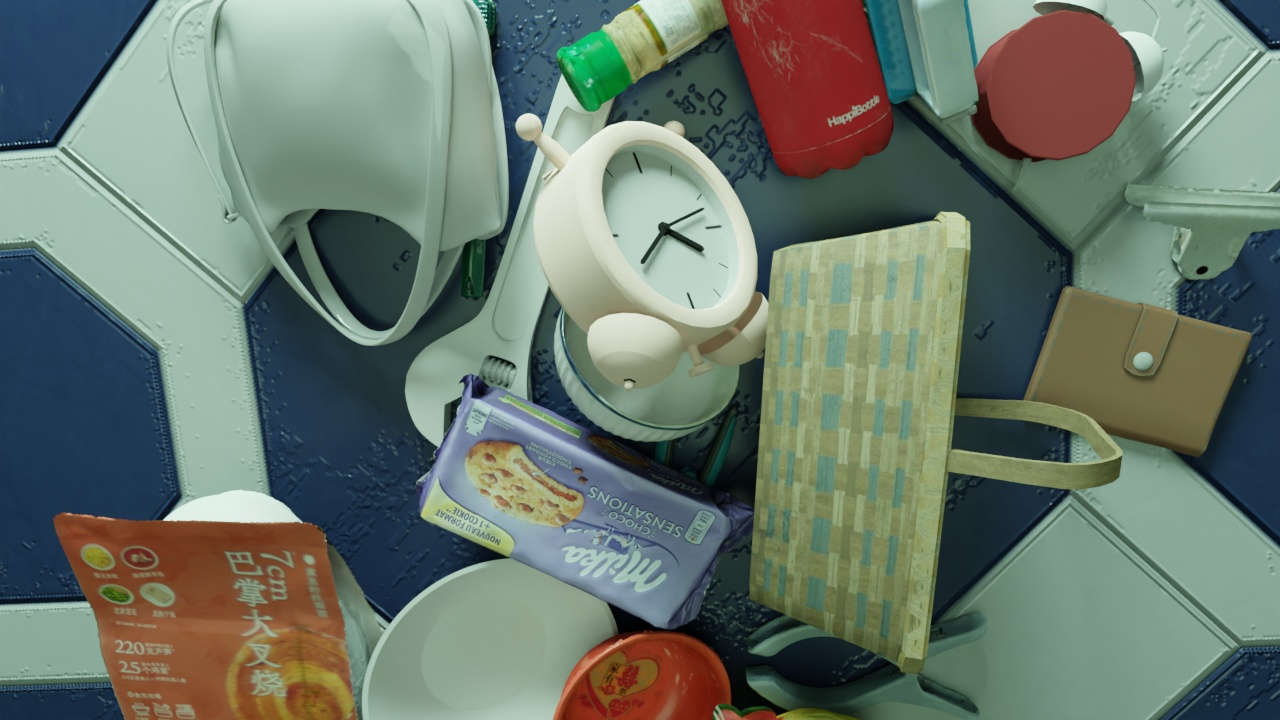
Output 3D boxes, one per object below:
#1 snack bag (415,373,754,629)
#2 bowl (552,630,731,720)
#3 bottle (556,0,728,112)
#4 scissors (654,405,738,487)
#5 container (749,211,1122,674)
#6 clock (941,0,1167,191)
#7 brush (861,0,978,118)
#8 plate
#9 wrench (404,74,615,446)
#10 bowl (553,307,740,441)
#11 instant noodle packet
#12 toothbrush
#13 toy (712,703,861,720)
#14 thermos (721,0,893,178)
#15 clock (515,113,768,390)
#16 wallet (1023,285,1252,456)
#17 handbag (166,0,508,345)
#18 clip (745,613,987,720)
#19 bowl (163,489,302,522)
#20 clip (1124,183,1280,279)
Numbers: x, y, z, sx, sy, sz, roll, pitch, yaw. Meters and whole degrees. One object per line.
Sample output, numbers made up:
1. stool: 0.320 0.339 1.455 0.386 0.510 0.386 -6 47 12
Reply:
1. snack bag: -0.035 0.091 0.590 0.205 0.058 0.096 26 106 -4
2. bowl: -0.005 0.235 0.624 0.130 0.045 0.130 -6 106 -22
3. bottle: 0.004 -0.196 0.554 0.111 0.043 0.043 -33 97 -1
4. scissors: 0.029 0.091 0.623 0.150 0.019 0.131 -28 96 7
5. container: 0.171 0.040 0.538 0.186 0.157 0.250 5 101 15
6. clock: 0.251 -0.169 0.548 0.087 0.044 0.125 42 100 -4
7. brush: 0.151 -0.208 0.506 0.055 0.075 0.136 -22 129 8
8. plate: -0.101 0.208 0.624 0.173 0.036 0.174 -6 106 -22
9. wrench: -0.084 -0.067 0.604 0.087 0.018 0.273 19 100 2
10. bowl: -0.003 0.003 0.576 0.118 0.117 0.062 34 141 -3
11. instant noodle packet: -0.258 0.180 0.581 0.164 0.083 0.221 1 127 4
12. toothbrush: -0.104 -0.135 0.582 0.016 0.017 0.190 4 94 9
13. toy: 0.128 0.303 0.615 0.207 0.092 0.134 34 119 -23
14. thermos: 0.076 -0.222 0.507 0.073 0.073 0.240 -21 114 7
15. clock: 0.000 -0.062 0.533 0.086 0.130 0.160 -38 72 43
16. wallet: 0.318 0.008 0.591 0.121 0.013 0.087 15 103 1
17. handbag: -0.184 -0.119 0.576 0.216 0.095 0.223 7 110 16
18. clip: 0.155 0.194 0.628 0.163 0.027 0.106 5 102 2
19. bowl: -0.270 0.130 0.617 0.113 0.063 0.114 0 135 0
20. clip: 0.353 -0.084 0.569 0.102 0.054 0.057 4 66 4
